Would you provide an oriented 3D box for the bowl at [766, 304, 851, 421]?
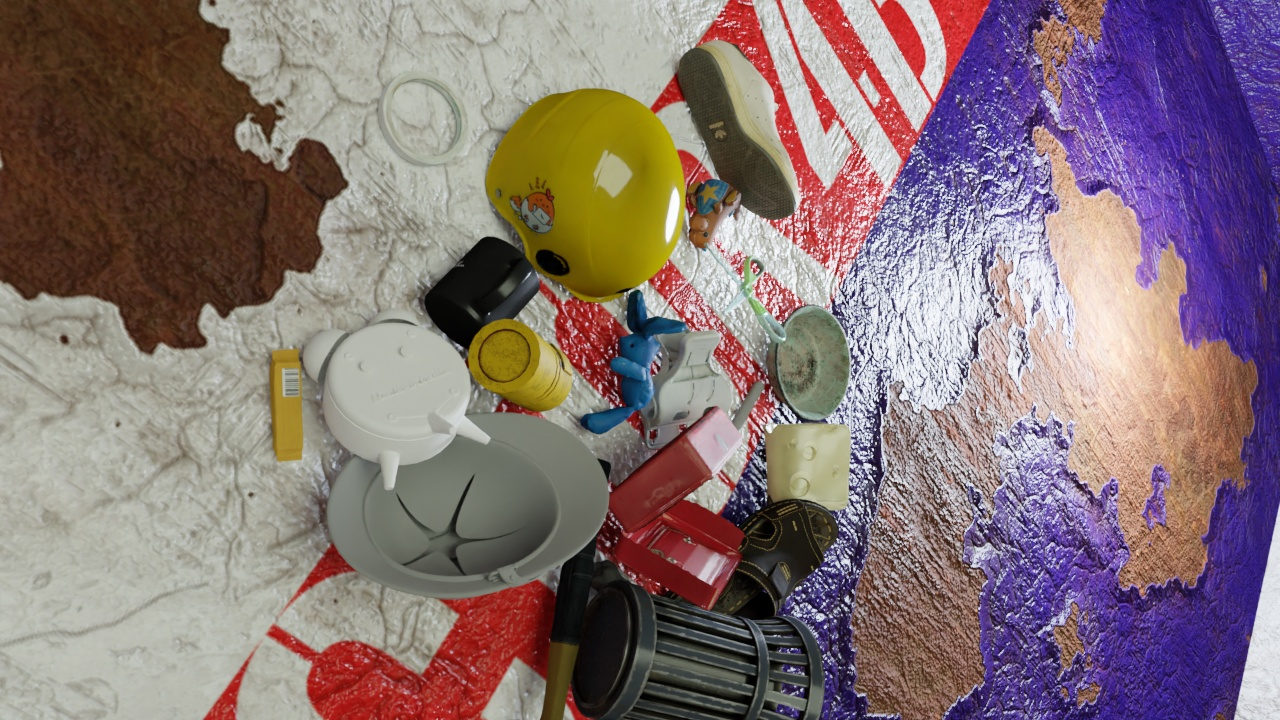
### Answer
[{"bbox_3d":[0.223,0.003,1.250,0.157,0.039,0.157,2,87,-40],"label":"bowl"}]

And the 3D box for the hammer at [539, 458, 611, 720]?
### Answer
[{"bbox_3d":[-0.074,0.266,0.956,0.025,0.118,0.332,21,69,-34],"label":"hammer"}]

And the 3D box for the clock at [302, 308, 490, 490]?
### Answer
[{"bbox_3d":[-0.218,0.022,0.822,0.125,0.073,0.161,-25,67,-38],"label":"clock"}]

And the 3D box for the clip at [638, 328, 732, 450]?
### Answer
[{"bbox_3d":[0.055,0.032,1.102,0.124,0.073,0.143,-6,102,-42],"label":"clip"}]

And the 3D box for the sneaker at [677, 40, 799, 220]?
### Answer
[{"bbox_3d":[0.139,-0.298,1.171,0.102,0.089,0.241,-45,111,-41],"label":"sneaker"}]

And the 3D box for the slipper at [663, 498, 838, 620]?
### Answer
[{"bbox_3d":[0.142,0.260,1.113,0.267,0.076,0.113,-29,112,-21],"label":"slipper"}]

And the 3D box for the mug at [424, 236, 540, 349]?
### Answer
[{"bbox_3d":[-0.147,-0.068,0.896,0.078,0.114,0.087,48,60,-18],"label":"mug"}]

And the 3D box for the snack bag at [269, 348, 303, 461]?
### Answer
[{"bbox_3d":[-0.313,0.039,0.813,0.026,0.020,0.099,-3,90,-35],"label":"snack bag"}]

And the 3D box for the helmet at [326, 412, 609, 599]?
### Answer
[{"bbox_3d":[-0.168,0.155,0.871,0.270,0.118,0.183,-10,58,-36],"label":"helmet"}]

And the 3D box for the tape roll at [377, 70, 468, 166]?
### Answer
[{"bbox_3d":[-0.215,-0.240,0.913,0.092,0.013,0.093,3,86,-39],"label":"tape roll"}]

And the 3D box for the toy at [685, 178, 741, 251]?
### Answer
[{"bbox_3d":[0.096,-0.178,1.157,0.103,0.071,0.090,31,81,-59],"label":"toy"}]

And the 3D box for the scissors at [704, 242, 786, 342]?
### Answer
[{"bbox_3d":[0.136,-0.085,1.154,0.174,0.022,0.170,60,34,-13],"label":"scissors"}]

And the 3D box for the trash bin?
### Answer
[{"bbox_3d":[0.053,0.329,0.978,0.227,0.165,0.164,22,74,-24],"label":"trash bin"}]

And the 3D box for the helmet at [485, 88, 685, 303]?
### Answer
[{"bbox_3d":[-0.028,-0.179,0.983,0.208,0.140,0.240,-49,118,-30],"label":"helmet"}]

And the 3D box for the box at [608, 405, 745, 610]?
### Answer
[{"bbox_3d":[0.054,0.141,0.999,0.156,0.154,0.168,-34,144,-68],"label":"box"}]

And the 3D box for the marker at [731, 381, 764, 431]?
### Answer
[{"bbox_3d":[0.123,0.083,1.177,0.016,0.016,0.140,49,59,-27],"label":"marker"}]

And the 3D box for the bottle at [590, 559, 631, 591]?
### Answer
[{"bbox_3d":[-0.018,0.271,1.038,0.036,0.036,0.110,-52,119,-29],"label":"bottle"}]

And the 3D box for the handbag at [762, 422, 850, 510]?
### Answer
[{"bbox_3d":[0.217,0.142,1.213,0.111,0.081,0.119,1,90,-27],"label":"handbag"}]

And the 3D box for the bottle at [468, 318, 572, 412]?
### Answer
[{"bbox_3d":[-0.110,0.012,0.915,0.164,0.071,0.071,50,48,-75],"label":"bottle"}]

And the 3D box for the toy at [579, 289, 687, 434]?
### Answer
[{"bbox_3d":[-0.006,0.006,1.026,0.071,0.113,0.176,26,81,-21],"label":"toy"}]
